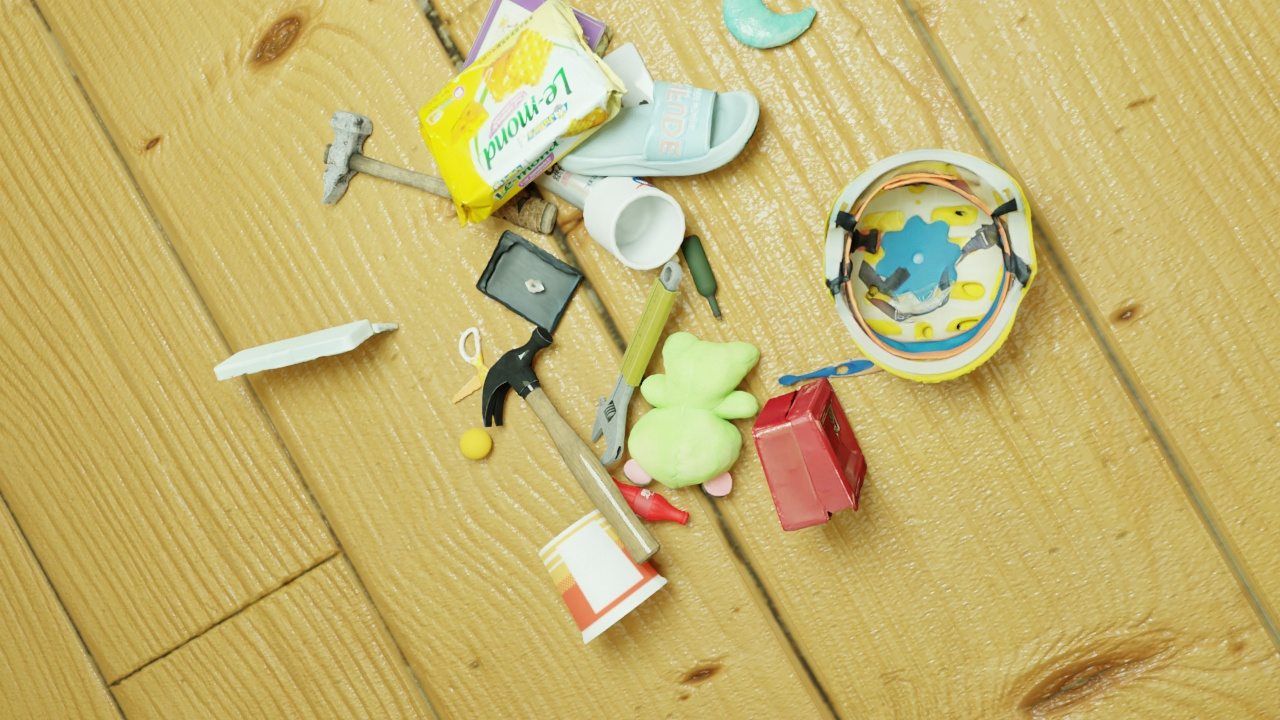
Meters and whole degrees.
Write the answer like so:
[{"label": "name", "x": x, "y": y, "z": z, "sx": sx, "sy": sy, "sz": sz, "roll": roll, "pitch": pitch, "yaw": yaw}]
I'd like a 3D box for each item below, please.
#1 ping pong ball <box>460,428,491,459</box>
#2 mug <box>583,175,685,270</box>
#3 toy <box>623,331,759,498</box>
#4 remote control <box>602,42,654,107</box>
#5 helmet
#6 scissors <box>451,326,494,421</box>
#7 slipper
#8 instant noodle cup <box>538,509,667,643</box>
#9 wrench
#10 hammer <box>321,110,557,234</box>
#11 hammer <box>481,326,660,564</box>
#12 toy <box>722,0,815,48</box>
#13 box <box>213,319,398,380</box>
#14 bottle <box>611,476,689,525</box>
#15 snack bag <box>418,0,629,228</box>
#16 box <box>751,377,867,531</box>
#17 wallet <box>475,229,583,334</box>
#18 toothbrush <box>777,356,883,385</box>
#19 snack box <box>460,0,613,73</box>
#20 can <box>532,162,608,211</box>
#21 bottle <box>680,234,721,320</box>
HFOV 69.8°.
[{"label": "ping pong ball", "x": -0.212, "y": 0.108, "z": 1.185, "sx": 0.040, "sy": 0.040, "sz": 0.040, "roll": 2, "pitch": 97, "yaw": 14}, {"label": "mug", "x": 0.001, "y": -0.153, "z": 1.067, "sx": 0.091, "sy": 0.090, "sz": 0.121, "roll": -46, "pitch": 123, "yaw": 1}, {"label": "toy", "x": 0.061, "y": 0.066, "z": 1.085, "sx": 0.150, "sy": 0.107, "sz": 0.197, "roll": 11, "pitch": 89, "yaw": 13}, {"label": "remote control", "x": 0.004, "y": -0.307, "z": 1.099, "sx": 0.045, "sy": 0.008, "sz": 0.146, "roll": -28, "pitch": 90, "yaw": 15}, {"label": "helmet", "x": 0.303, "y": -0.111, "z": 0.986, "sx": 0.209, "sy": 0.139, "sz": 0.240, "roll": -3, "pitch": 108, "yaw": 14}, {"label": "scissors", "x": -0.203, "y": 0.013, "z": 1.186, "sx": 0.125, "sy": 0.011, "sz": 0.128, "roll": -37, "pitch": 85, "yaw": 14}, {"label": "slipper", "x": 0.012, "y": -0.265, "z": 1.040, "sx": 0.246, "sy": 0.074, "sz": 0.103, "roll": -3, "pitch": 59, "yaw": 14}, {"label": "instant noodle cup", "x": -0.052, "y": 0.259, "z": 1.129, "sx": 0.123, "sy": 0.123, "sz": 0.121, "roll": -40, "pitch": 79, "yaw": 15}, {"label": "wrench", "x": -0.006, "y": 0.007, "z": 1.092, "sx": 0.018, "sy": 0.083, "sz": 0.274, "roll": 7, "pitch": 120, "yaw": -30}, {"label": "hammer", "x": -0.258, "y": -0.219, "z": 1.159, "sx": 0.319, "sy": 0.048, "sz": 0.121, "roll": 18, "pitch": 103, "yaw": 9}, {"label": "hammer", "x": -0.082, "y": 0.116, "z": 1.110, "sx": 0.132, "sy": 0.040, "sz": 0.305, "roll": -43, "pitch": 73, "yaw": 19}, {"label": "toy", "x": 0.138, "y": -0.398, "z": 1.045, "sx": 0.085, "sy": 0.033, "sz": 0.105, "roll": -44, "pitch": 84, "yaw": 3}, {"label": "box", "x": -0.425, "y": -0.019, "z": 1.173, "sx": 0.197, "sy": 0.134, "sz": 0.041, "roll": -11, "pitch": 104, "yaw": 15}, {"label": "bottle", "x": 0.003, "y": 0.178, "z": 1.142, "sx": 0.119, "sy": 0.036, "sz": 0.036, "roll": 18, "pitch": 100, "yaw": 11}, {"label": "snack bag", "x": -0.140, "y": -0.280, "z": 1.046, "sx": 0.248, "sy": 0.068, "sz": 0.159, "roll": -34, "pitch": 68, "yaw": 16}, {"label": "box", "x": 0.186, "y": 0.103, "z": 1.025, "sx": 0.093, "sy": 0.157, "sz": 0.129, "roll": -19, "pitch": 95, "yaw": 21}, {"label": "wallet", "x": -0.138, "y": -0.098, "z": 1.149, "sx": 0.115, "sy": 0.026, "sz": 0.089, "roll": 32, "pitch": 104, "yaw": 7}, {"label": "toothbrush", "x": 0.229, "y": 0.012, "z": 1.080, "sx": 0.135, "sy": 0.017, "sz": 0.021, "roll": -11, "pitch": 97, "yaw": 12}, {"label": "snack box", "x": -0.129, "y": -0.365, "z": 1.108, "sx": 0.143, "sy": 0.040, "sz": 0.148, "roll": 30, "pitch": 103, "yaw": 9}, {"label": "can", "x": -0.103, "y": -0.231, "z": 1.111, "sx": 0.135, "sy": 0.054, "sz": 0.054, "roll": 32, "pitch": 103, "yaw": 8}, {"label": "bottle", "x": 0.076, "y": -0.098, "z": 1.098, "sx": 0.025, "sy": 0.025, "sz": 0.106, "roll": -21, "pitch": 91, "yaw": 15}]
